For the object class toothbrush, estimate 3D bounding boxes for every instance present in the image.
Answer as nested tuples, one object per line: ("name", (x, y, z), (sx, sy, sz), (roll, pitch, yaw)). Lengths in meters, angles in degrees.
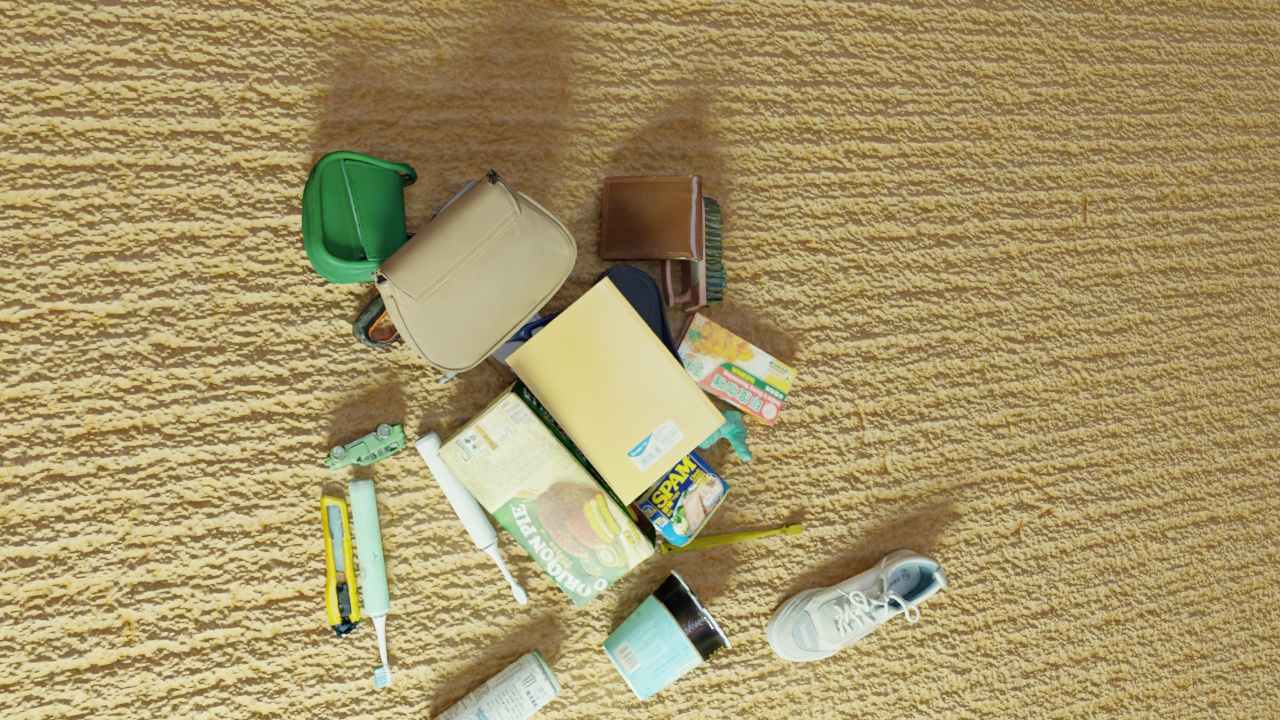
("toothbrush", (-0.286, 0.237, 0.983), (0.027, 0.027, 0.224), (-7, 89, -41))
("toothbrush", (0.115, 0.219, 1.128), (0.190, 0.017, 0.015), (-5, 87, -19))
("toothbrush", (-0.184, 0.178, 1.022), (0.027, 0.026, 0.221), (-29, 96, 7))

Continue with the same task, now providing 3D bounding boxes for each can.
("can", (-0.160, 0.380, 1.000), (0.146, 0.058, 0.058), (-32, 97, -19))
("can", (0.044, 0.157, 1.087), (0.083, 0.057, 0.102), (44, 74, -13))

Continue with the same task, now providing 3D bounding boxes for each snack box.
("snack box", (0.113, 0.011, 1.136), (0.155, 0.027, 0.077), (29, 79, -15))
("snack box", (-0.099, 0.146, 1.012), (0.114, 0.063, 0.240), (-40, 100, 11))

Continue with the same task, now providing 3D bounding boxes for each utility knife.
("utility knife", (-0.323, 0.219, 0.977), (0.033, 0.015, 0.153), (-7, 88, -22))

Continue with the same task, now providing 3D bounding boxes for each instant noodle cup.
("instant noodle cup", (0.024, 0.321, 1.050), (0.120, 0.111, 0.111), (-37, 98, -10))

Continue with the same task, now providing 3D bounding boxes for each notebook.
("notebook", (-0.027, 0.033, 0.992), (0.146, 0.010, 0.206), (-40, 90, -2))

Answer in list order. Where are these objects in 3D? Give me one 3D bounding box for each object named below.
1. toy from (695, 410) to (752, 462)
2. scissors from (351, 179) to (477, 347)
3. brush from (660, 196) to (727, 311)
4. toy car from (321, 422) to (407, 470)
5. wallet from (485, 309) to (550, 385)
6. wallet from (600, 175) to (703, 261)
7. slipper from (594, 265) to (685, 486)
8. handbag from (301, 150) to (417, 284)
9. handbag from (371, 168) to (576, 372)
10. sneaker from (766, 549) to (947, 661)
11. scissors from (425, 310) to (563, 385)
("toy", (0.095, 0.086, 1.113), (0.091, 0.030, 0.096), (-8, 54, -29))
("scissors", (-0.260, -0.118, 1.018), (0.234, 0.022, 0.220), (19, 81, -16))
("brush", (0.062, -0.135, 1.110), (0.073, 0.063, 0.145), (1, 85, -16))
("toy car", (-0.294, 0.093, 0.981), (0.091, 0.043, 0.036), (-22, 94, -19))
("wallet", (-0.145, -0.032, 1.049), (0.090, 0.033, 0.115), (-43, 97, -16))
("wallet", (0.013, -0.166, 1.083), (0.125, 0.032, 0.101), (1, 87, 14))
("slipper", (-0.006, 0.006, 1.040), (0.110, 0.083, 0.267), (6, 69, -22))
("handbag", (-0.293, -0.148, 0.971), (0.120, 0.068, 0.131), (-1, 80, -29))
("handbag", (-0.175, -0.093, 0.961), (0.204, 0.100, 0.148), (-43, 126, -11))
("sneaker", (0.275, 0.309, 1.139), (0.241, 0.091, 0.089), (-22, 92, -18))
("scissors", (-0.161, -0.039, 1.023), (0.171, 0.012, 0.140), (0, 87, -12))
